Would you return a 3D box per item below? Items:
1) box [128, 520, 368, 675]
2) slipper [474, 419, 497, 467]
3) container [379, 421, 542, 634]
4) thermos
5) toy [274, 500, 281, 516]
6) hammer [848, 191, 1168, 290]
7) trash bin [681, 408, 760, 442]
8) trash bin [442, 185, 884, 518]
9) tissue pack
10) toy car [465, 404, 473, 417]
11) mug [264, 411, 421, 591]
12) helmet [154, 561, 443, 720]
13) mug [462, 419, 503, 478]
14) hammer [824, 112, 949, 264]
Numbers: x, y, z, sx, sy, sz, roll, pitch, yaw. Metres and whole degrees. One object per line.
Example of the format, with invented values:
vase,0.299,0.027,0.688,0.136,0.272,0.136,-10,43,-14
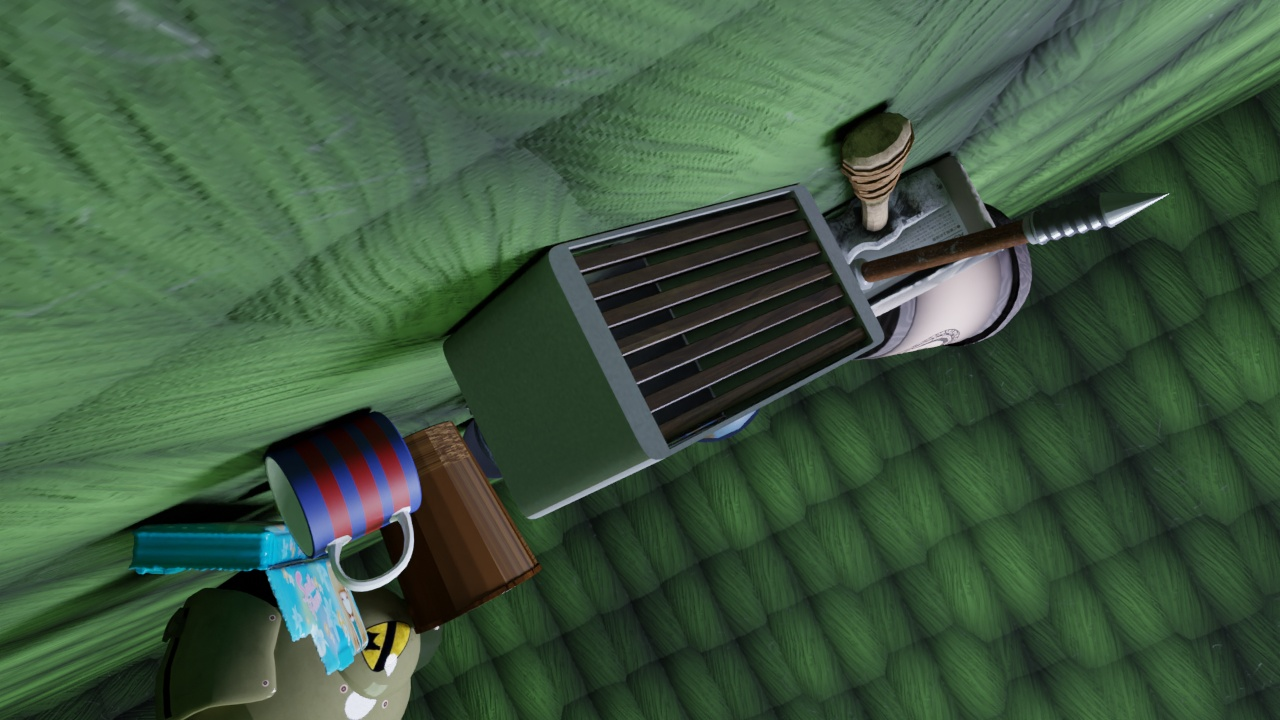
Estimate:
box,-0.281,0.167,0.725,0.083,0.172,0.227,-56,-179,-12
slipper,-0.012,0.014,0.770,0.263,0.101,0.083,-29,177,-17
container,-0.191,0.156,0.889,0.132,0.167,0.132,-26,175,-3
thermos,0.292,-0.085,0.998,0.225,0.172,0.173,-15,169,-39
toy,-0.230,0.098,0.725,0.105,0.067,0.138,-19,179,-33
hammer,0.190,-0.070,0.646,0.323,0.043,0.155,-13,168,42
trash bin,0.070,0.026,1.042,0.139,0.139,0.249,-27,176,1
trash bin,0.021,-0.012,0.549,0.228,0.114,0.115,-22,173,-44
tissue pack,0.222,-0.100,0.825,0.182,0.103,0.071,-32,158,30
toy car,-0.103,0.028,0.816,0.105,0.033,0.048,-24,176,-20
mug,-0.188,0.096,0.608,0.076,0.112,0.075,-24,159,-33
helmet,-0.347,0.296,0.903,0.251,0.255,0.232,-31,177,39
mug,-0.141,0.078,0.993,0.105,0.071,0.077,-53,177,-5
hammer,0.165,-0.118,0.642,0.122,0.049,0.318,-30,173,12
